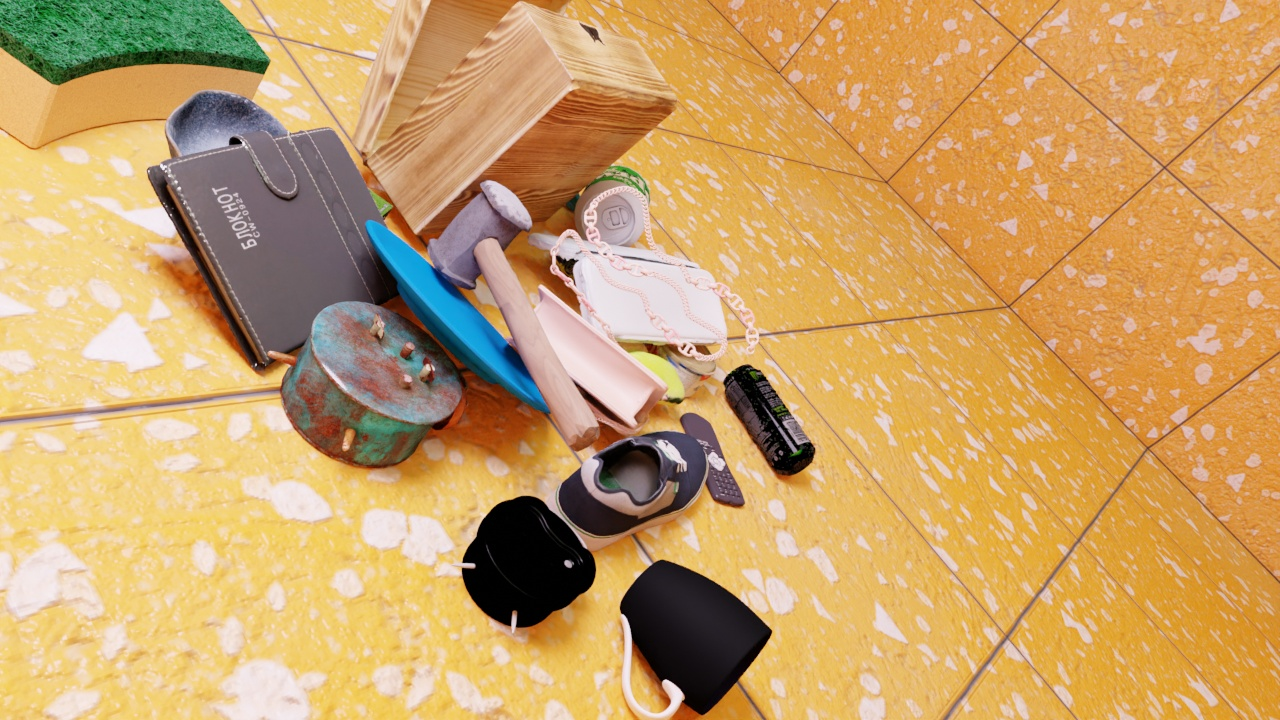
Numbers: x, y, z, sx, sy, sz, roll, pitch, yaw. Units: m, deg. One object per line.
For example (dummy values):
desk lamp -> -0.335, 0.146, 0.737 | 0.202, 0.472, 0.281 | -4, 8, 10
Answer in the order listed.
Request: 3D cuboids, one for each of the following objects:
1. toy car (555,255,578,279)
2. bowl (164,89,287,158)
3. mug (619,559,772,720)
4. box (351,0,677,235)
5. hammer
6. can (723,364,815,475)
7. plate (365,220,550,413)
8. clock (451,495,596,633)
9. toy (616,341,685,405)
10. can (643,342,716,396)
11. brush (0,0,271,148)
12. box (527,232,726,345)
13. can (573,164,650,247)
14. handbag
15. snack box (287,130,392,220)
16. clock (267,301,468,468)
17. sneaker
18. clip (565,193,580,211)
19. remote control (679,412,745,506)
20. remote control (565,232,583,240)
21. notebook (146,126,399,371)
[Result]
toy car -> -0.058, -0.104, 1.083 | 0.107, 0.030, 0.049 | 28, 32, -17
bowl -> -0.347, -0.166, 0.769 | 0.110, 0.055, 0.110 | 25, 52, -37
mug -> 0.025, 0.214, 0.698 | 0.100, 0.085, 0.118 | 39, 56, 22
box -> -0.155, -0.282, 0.983 | 0.220, 0.259, 0.278 | 53, 25, 3
hammer -> -0.104, -0.040, 0.779 | 0.052, 0.098, 0.328 | 33, 18, -43
can -> 0.149, 0.069, 1.070 | 0.053, 0.054, 0.137 | 5, 45, -48
plate -> -0.158, -0.030, 0.786 | 0.224, 0.024, 0.224 | 47, 0, -1
clock -> -0.080, 0.147, 0.683 | 0.091, 0.043, 0.120 | 45, 28, 8
toy -> -0.006, 0.006, 0.978 | 0.092, 0.046, 0.115 | 1, 41, -50
can -> 0.042, -0.003, 1.049 | 0.086, 0.043, 0.086 | 31, 29, -20
brush -> -0.469, -0.283, 0.773 | 0.195, 0.075, 0.249 | 43, 28, 3
box -> -0.005, -0.090, 1.019 | 0.210, 0.084, 0.185 | 4, 45, -42
can -> -0.034, -0.194, 1.161 | 0.088, 0.088, 0.139 | 36, 20, -10
handbag -> -0.007, -0.031, 0.876 | 0.199, 0.187, 0.116 | 39, -5, 3
snack box -> -0.314, -0.166, 0.855 | 0.147, 0.025, 0.080 | 36, 28, -10
clock -> -0.191, 0.011, 0.707 | 0.121, 0.073, 0.157 | 48, 28, 12
sneaker -> 0.012, 0.099, 0.829 | 0.084, 0.079, 0.234 | 48, 28, 14
clip -> -0.126, -0.240, 1.172 | 0.119, 0.121, 0.033 | -5, 42, -9
remote control -> 0.076, 0.102, 0.979 | 0.046, 0.009, 0.124 | 18, 36, -37
remote control -> -0.035, -0.125, 1.161 | 0.135, 0.011, 0.050 | 13, 39, -41
notebook -> -0.278, -0.103, 0.742 | 0.169, 0.029, 0.208 | 66, 22, -13
